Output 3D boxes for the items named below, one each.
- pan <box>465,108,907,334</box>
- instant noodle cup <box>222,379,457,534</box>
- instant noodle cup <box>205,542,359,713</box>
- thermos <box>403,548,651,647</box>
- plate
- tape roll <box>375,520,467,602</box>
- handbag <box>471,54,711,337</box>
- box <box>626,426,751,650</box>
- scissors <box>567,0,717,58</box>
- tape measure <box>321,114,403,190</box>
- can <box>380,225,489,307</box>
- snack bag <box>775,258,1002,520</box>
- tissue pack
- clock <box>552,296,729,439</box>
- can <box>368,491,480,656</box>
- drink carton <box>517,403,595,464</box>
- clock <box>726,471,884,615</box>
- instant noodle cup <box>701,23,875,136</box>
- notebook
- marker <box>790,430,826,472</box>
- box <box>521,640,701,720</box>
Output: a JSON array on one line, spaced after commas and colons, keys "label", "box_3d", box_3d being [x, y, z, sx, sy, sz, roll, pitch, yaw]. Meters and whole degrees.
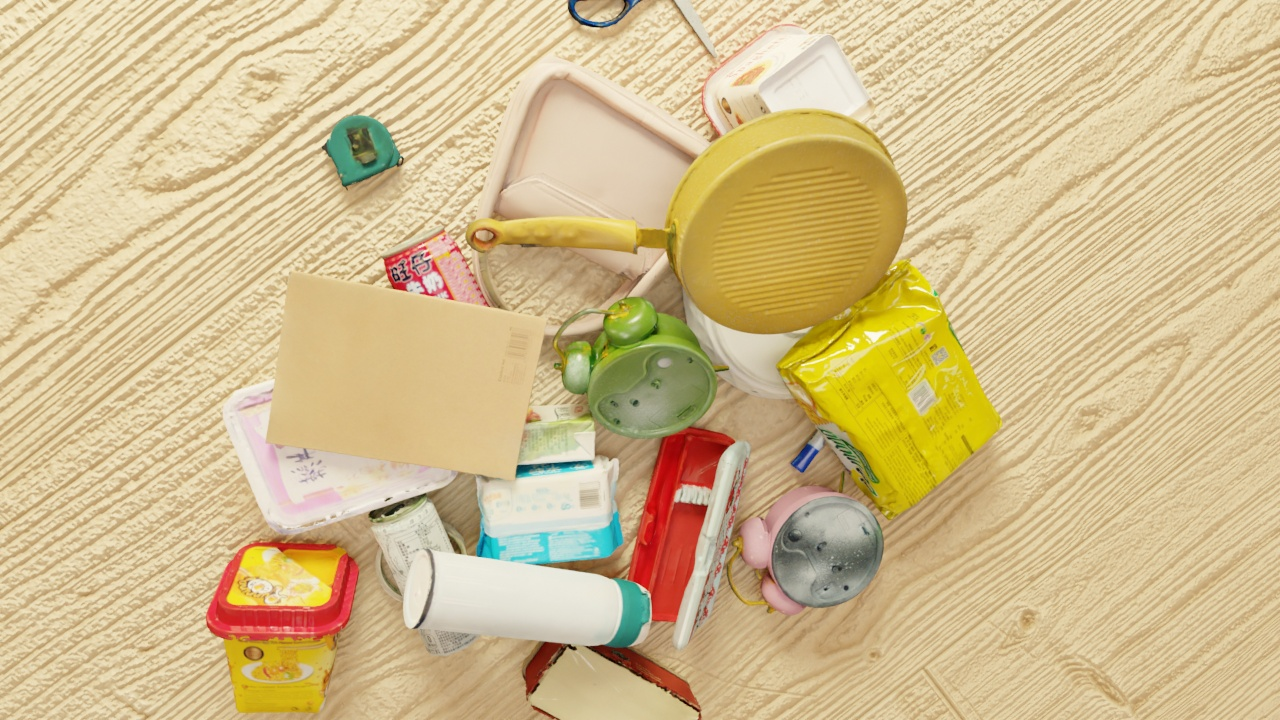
[{"label": "pan", "box_3d": [0.038, -0.105, 0.748, 0.357, 0.078, 0.198, -8, 132, -7]}, {"label": "instant noodle cup", "box_3d": [-0.259, 0.064, 0.813, 0.173, 0.060, 0.138, -17, 105, -5]}, {"label": "instant noodle cup", "box_3d": [-0.317, 0.242, 0.821, 0.116, 0.116, 0.124, 4, 113, -11]}, {"label": "thermos", "box_3d": [-0.094, 0.218, 0.822, 0.224, 0.073, 0.073, 15, 99, -27]}, {"label": "plate", "box_3d": [0.143, -0.058, 0.866, 0.204, 0.045, 0.205, -2, 103, -11]}, {"label": "tape roll", "box_3d": [-0.208, 0.191, 0.874, 0.085, 0.014, 0.086, -2, 103, -10]}, {"label": "handbag", "box_3d": [-0.055, -0.123, 0.805, 0.193, 0.093, 0.234, 26, 105, -15]}, {"label": "box", "box_3d": [0.052, 0.170, 0.874, 0.095, 0.098, 0.201, 11, 100, -14]}, {"label": "scissors", "box_3d": [0.016, -0.338, 0.796, 0.174, 0.012, 0.162, -14, 104, -8]}, {"label": "tape measure", "box_3d": [-0.237, -0.180, 0.779, 0.058, 0.025, 0.054, -25, 107, -5]}, {"label": "can", "box_3d": [-0.176, -0.063, 0.795, 0.066, 0.066, 0.094, -26, 106, -4]}, {"label": "snack bag", "box_3d": [0.243, 0.033, 0.860, 0.158, 0.068, 0.246, -41, 124, -1]}, {"label": "tissue pack", "box_3d": [-0.086, 0.140, 0.859, 0.140, 0.063, 0.090, -5, 103, -10]}, {"label": "clock", "box_3d": [-0.005, 0.005, 0.821, 0.161, 0.056, 0.116, 31, 120, -32]}, {"label": "can", "box_3d": [-0.194, 0.194, 0.838, 0.058, 0.058, 0.147, -21, 106, -5]}, {"label": "drink carton", "box_3d": [-0.104, 0.070, 0.845, 0.122, 0.053, 0.045, -2, 107, -10]}, {"label": "clock", "box_3d": [0.161, 0.191, 0.918, 0.158, 0.060, 0.117, -30, 107, -4]}, {"label": "instant noodle cup", "box_3d": [0.130, -0.221, 0.785, 0.116, 0.124, 0.116, -37, 106, -1]}, {"label": "notebook", "box_3d": [-0.195, 0.016, 0.771, 0.211, 0.012, 0.149, 10, 104, -13]}, {"label": "marker", "box_3d": [0.200, 0.051, 0.915, 0.017, 0.017, 0.146, 36, 94, -16]}, {"label": "box", "box_3d": [-0.028, 0.334, 0.906, 0.168, 0.077, 0.091, 34, 94, -15]}]
